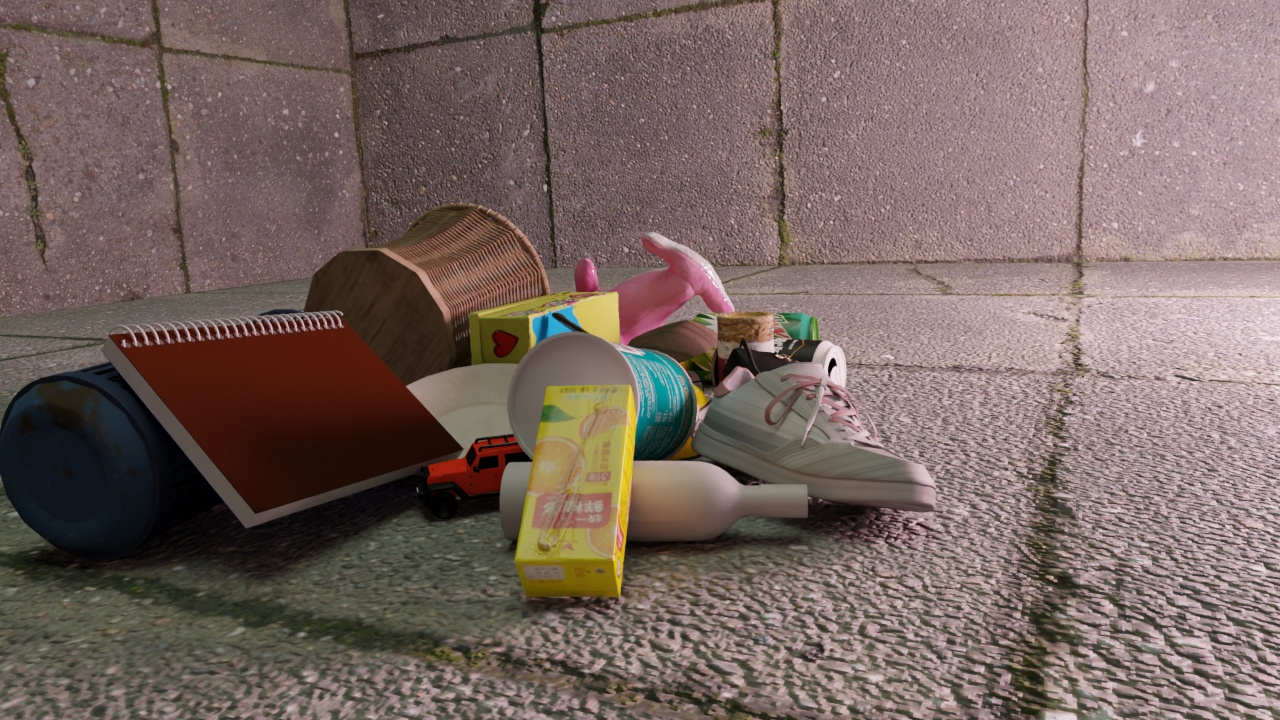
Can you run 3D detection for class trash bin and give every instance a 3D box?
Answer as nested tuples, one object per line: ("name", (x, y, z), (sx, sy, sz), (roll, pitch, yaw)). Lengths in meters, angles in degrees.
("trash bin", (-0.340, 0.049, 0.703), (0.139, 0.139, 0.249), (0, 12, 15))

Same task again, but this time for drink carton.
("drink carton", (-0.036, 0.075, 0.553), (0.058, 0.043, 0.134), (-1, 45, 7))

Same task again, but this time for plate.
("plate", (-0.153, 0.058, 0.822), (0.189, 0.027, 0.188), (-5, 27, 3))

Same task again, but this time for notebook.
("notebook", (-0.249, 0.029, 0.667), (0.171, 0.022, 0.208), (44, 21, 15))

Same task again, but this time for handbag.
("handbag", (0.132, 0.031, 0.830), (0.079, 0.054, 0.128), (-2, 41, -30))

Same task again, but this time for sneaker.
("sneaker", (0.123, 0.046, 0.674), (0.099, 0.089, 0.236), (11, 1, -31))

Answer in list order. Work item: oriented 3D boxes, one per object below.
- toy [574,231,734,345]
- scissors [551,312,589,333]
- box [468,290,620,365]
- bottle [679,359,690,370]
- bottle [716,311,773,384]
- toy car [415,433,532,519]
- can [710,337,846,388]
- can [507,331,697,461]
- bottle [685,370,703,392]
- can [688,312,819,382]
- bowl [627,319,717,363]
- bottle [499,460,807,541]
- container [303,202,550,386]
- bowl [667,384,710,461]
("toy", (-0.015, -0.043, 1.166), (0.266, 0.186, 0.127), (-32, 25, 35))
("scissors", (-0.003, 0.007, 0.908), (0.189, 0.015, 0.140), (29, -5, 41))
("box", (-0.099, -0.007, 1.002), (0.079, 0.124, 0.220), (2, 13, 24))
("bottle", (0.032, 0.011, 1.076), (0.043, 0.043, 0.143), (0, 10, 16))
("bottle", (0.104, 0.006, 0.908), (0.056, 0.105, 0.056), (-2, 10, 0))
("toy car", (-0.117, 0.084, 0.688), (0.100, 0.049, 0.051), (-6, 11, -15))
("can", (0.143, 0.012, 0.962), (0.129, 0.072, 0.071), (4, 12, 34))
("can", (-0.024, 0.034, 0.704), (0.099, 0.099, 0.143), (1, -4, 20))
("bottle", (0.007, 0.037, 0.944), (0.115, 0.041, 0.041), (-8, 12, -29))
("can", (0.135, -0.015, 1.081), (0.144, 0.083, 0.083), (0, 11, 17))
("bowl", (0.025, -0.018, 0.978), (0.119, 0.032, 0.119), (-20, 8, 3))
("bottle", (0.010, 0.092, 0.599), (0.195, 0.052, 0.052), (-1, 10, 8))
("container", (-0.248, -0.055, 1.066), (0.227, 0.227, 0.195), (2, 18, 22))
("bowl", (0.009, 0.044, 0.826), (0.117, 0.068, 0.117), (-3, 10, 0))
